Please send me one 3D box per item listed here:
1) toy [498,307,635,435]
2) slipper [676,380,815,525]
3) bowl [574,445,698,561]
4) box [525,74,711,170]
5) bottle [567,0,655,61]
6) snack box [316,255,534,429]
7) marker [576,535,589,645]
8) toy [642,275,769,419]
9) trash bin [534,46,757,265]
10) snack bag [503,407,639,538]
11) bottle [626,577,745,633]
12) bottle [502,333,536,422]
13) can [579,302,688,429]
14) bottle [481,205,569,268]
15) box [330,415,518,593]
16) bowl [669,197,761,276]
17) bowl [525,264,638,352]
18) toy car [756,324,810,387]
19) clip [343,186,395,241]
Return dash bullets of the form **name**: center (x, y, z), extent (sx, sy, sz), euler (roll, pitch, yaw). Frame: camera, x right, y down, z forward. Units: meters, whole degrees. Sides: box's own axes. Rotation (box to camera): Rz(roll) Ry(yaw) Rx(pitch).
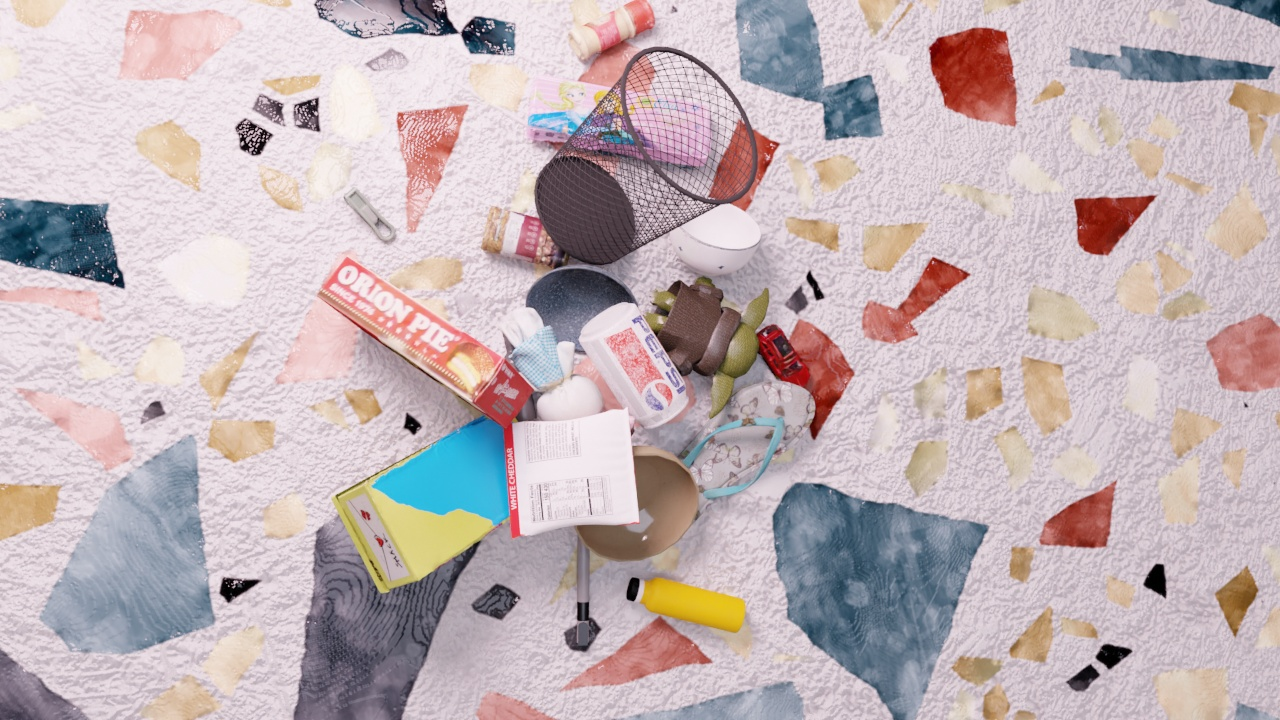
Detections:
- **toy**: center (-0.103, 0.032, 1.091), extent (0.131, 0.105, 0.205), euler (-32, 85, 2)
- **slipper**: center (0.104, 0.117, 1.135), extent (0.268, 0.055, 0.098), euler (-39, 92, -3)
- **bowl**: center (-0.010, 0.162, 1.089), extent (0.152, 0.050, 0.152), euler (-7, 117, -13)
- **box**: center (-0.027, -0.297, 1.156), extent (0.230, 0.053, 0.084), euler (8, 68, -8)
- **bottle**: center (-0.036, -0.418, 1.156), extent (0.109, 0.044, 0.044), euler (-28, 92, -9)
- **snack box**: center (-0.237, -0.019, 1.020), extent (0.236, 0.113, 0.060), euler (32, 80, 19)
- **marker**: center (-0.070, 0.276, 1.123), extent (0.016, 0.016, 0.140), euler (1, 87, -10)
- **toy**: center (0.074, -0.033, 1.134), extent (0.152, 0.078, 0.179), euler (28, 77, -13)
- **trash bin**: center (-0.007, -0.215, 1.042), extent (0.184, 0.211, 0.183), euler (16, 62, -33)
- **snack bag**: center (-0.079, 0.124, 1.014), extent (0.144, 0.039, 0.130), euler (-7, 79, 7)
- **bottle**: center (0.055, 0.298, 1.129), extent (0.143, 0.043, 0.043), euler (16, 84, -8)
- **bottle**: center (-0.152, 0.018, 1.117), extent (0.030, 0.030, 0.113), euler (-11, 89, -10)
- **can**: center (-0.006, 0.006, 1.068), extent (0.078, 0.078, 0.136), euler (-36, 106, -10)
- **bottle**: center (-0.137, -0.148, 1.116), extent (0.105, 0.056, 0.056), euler (14, 84, -9)
- **box**: center (-0.213, 0.148, 1.021), extent (0.220, 0.081, 0.124), euler (-34, 96, -49)
- **bowl**: center (0.087, -0.147, 1.139), extent (0.113, 0.113, 0.063), euler (11, 129, -9)
- **bowl**: center (-0.068, -0.078, 1.113), extent (0.137, 0.137, 0.057), euler (14, 45, -9)
- **toy car**: center (0.182, -0.003, 1.174), extent (0.042, 0.036, 0.091), euler (-35, 99, -9)
- **clip**: center (-0.324, -0.174, 1.101), extent (0.023, 0.059, 0.076), euler (-44, 107, -8)
